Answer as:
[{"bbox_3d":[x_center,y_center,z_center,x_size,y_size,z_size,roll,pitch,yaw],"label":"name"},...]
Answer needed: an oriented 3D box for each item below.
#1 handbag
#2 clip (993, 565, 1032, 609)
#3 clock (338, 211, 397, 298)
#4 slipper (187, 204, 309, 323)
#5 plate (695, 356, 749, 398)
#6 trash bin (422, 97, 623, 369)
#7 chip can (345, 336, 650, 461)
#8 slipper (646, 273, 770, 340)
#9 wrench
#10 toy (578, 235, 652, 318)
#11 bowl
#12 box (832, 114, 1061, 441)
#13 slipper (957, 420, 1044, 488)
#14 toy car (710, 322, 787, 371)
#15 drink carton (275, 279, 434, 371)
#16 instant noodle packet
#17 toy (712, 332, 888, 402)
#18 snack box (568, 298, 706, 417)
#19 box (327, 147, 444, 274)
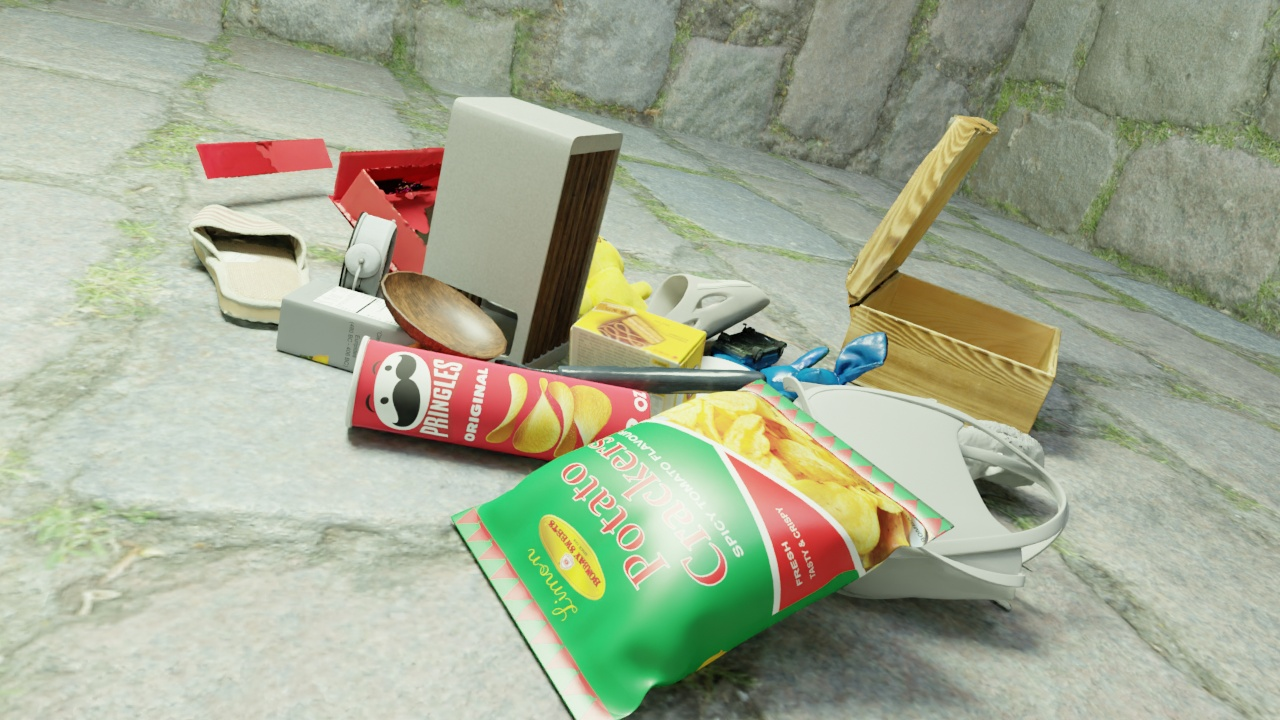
[{"bbox_3d":[0.224,0.085,0.705,0.222,0.096,0.215,4,43,-11],"label":"handbag"},{"bbox_3d":[0.261,0.152,0.728,0.052,0.058,0.102,-31,46,-30],"label":"clip"},{"bbox_3d":[-0.263,-0.088,0.878,0.035,0.095,0.122,15,26,-12],"label":"clock"},{"bbox_3d":[-0.380,-0.106,0.896,0.115,0.052,0.263,3,24,-32],"label":"slipper"},{"bbox_3d":[0.060,0.038,0.865,0.134,0.011,0.134,3,34,-2],"label":"plate"},{"bbox_3d":[-0.115,-0.114,0.854,0.114,0.229,0.114,22,22,15],"label":"trash bin"},{"bbox_3d":[-0.106,0.037,0.703,0.220,0.069,0.069,11,21,-12],"label":"chip can"},{"bbox_3d":[0.043,-0.054,0.974,0.265,0.113,0.080,-25,83,-52],"label":"slipper"},{"bbox_3d":[-0.032,0.015,0.760,0.274,0.022,0.073,1,-9,17],"label":"wrench"},{"bbox_3d":[-0.061,-0.093,1.050,0.207,0.092,0.133,41,28,27],"label":"toy"},{"bbox_3d":[-0.166,-0.029,0.753,0.114,0.026,0.101,40,21,11],"label":"bowl"},{"bbox_3d":[0.393,-0.126,1.121,0.286,0.335,0.278,21,23,20],"label":"box"},{"bbox_3d":[0.269,0.089,0.838,0.246,0.074,0.112,8,-9,-24],"label":"slipper"},{"bbox_3d":[0.116,-0.008,1.011,0.056,0.044,0.120,26,21,25],"label":"toy car"},{"bbox_3d":[-0.238,-0.023,0.790,0.125,0.048,0.076,16,21,1],"label":"drink carton"},{"bbox_3d":[0.032,0.101,0.579,0.252,0.090,0.195,-22,37,-22],"label":"instant noodle packet"},{"bbox_3d":[0.156,0.028,0.918,0.176,0.112,0.071,1,-21,18],"label":"toy"},{"bbox_3d":[-0.005,0.005,0.818,0.106,0.084,0.061,20,37,19],"label":"snack box"},{"bbox_3d":[-0.205,-0.188,1.017,0.165,0.153,0.213,52,26,3],"label":"box"}]
